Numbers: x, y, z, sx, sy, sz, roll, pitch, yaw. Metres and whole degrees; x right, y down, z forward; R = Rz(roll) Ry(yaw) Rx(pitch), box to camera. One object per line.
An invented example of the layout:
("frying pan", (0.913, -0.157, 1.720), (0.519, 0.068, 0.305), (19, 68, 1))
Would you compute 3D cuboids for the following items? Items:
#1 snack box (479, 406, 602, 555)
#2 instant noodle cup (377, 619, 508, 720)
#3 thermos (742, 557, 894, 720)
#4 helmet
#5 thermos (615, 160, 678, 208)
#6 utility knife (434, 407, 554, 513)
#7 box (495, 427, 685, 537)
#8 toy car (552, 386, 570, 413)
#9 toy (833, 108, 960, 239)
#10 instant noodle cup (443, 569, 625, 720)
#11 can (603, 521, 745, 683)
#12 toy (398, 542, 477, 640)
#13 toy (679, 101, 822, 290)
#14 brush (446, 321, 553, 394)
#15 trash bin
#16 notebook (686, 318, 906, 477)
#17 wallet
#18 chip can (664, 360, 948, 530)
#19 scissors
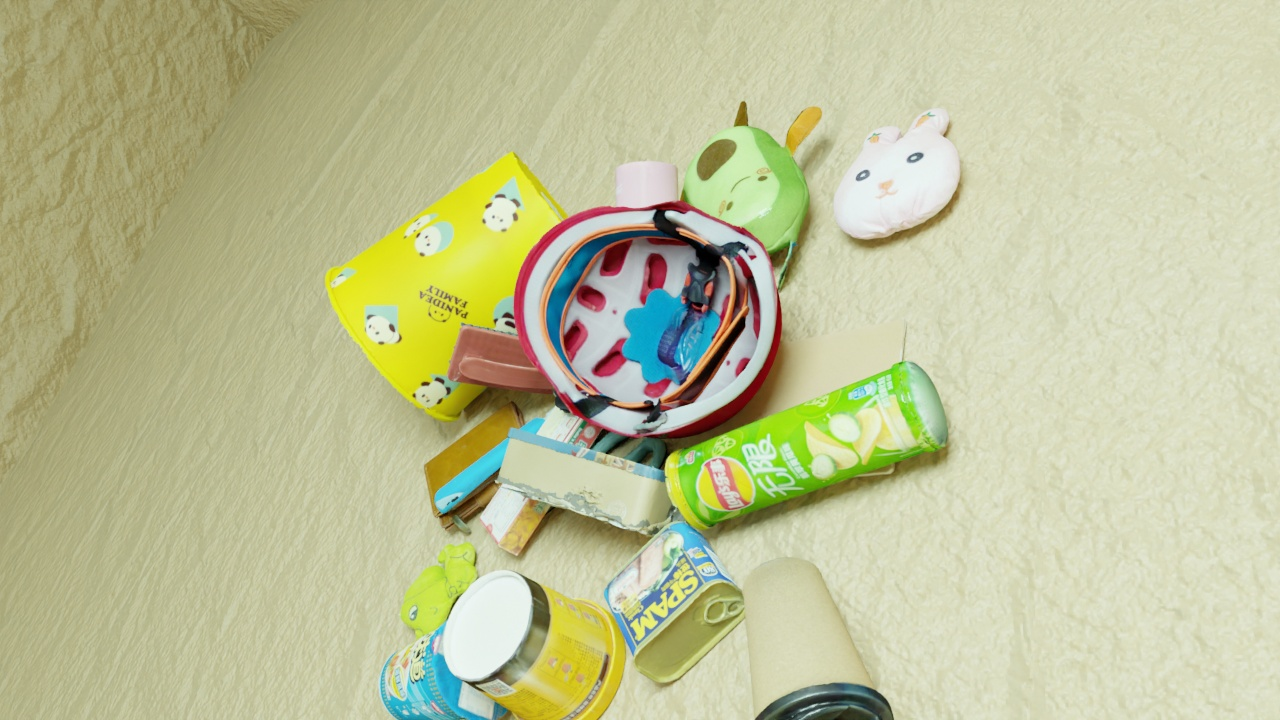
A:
("snack box", (-0.103, 0.116, 0.941), (0.155, 0.027, 0.077), (-56, 26, -4))
("instant noodle cup", (-0.181, 0.288, 0.841), (0.110, 0.099, 0.099), (-28, 42, 36))
("thermos", (0.112, 0.209, 0.628), (0.093, 0.093, 0.143), (-35, 32, 17))
("helmet", (0.016, -0.030, 0.834), (0.240, 0.144, 0.207), (23, 87, 26))
("thermos", (0.006, -0.098, 0.946), (0.087, 0.067, 0.198), (176, 92, -78))
("utility knife", (-0.130, 0.086, 0.982), (0.218, 0.018, 0.034), (-38, 23, -12))
("box", (-0.048, 0.110, 0.828), (0.184, 0.089, 0.061), (14, 81, 31))
("toy car", (-0.050, -0.001, 0.962), (0.070, 0.042, 0.157), (-17, 37, 25))
("toy", (0.241, -0.178, 0.860), (0.122, 0.054, 0.159), (-16, 41, 35))
("instant noodle cup", (-0.092, 0.240, 0.767), (0.119, 0.114, 0.118), (-22, 46, 25))
("can", (0.026, 0.193, 0.745), (0.102, 0.057, 0.083), (-45, 36, 5))
("toy", (-0.209, 0.238, 0.955), (0.100, 0.031, 0.096), (-32, 41, 13))
("toy", (0.104, -0.178, 0.959), (0.227, 0.090, 0.246), (-50, 33, 14))
("brush", (-0.130, 0.006, 0.987), (0.069, 0.145, 0.063), (52, 126, 56))
("trash bin", (-0.191, -0.093, 1.076), (0.255, 0.229, 0.229), (-37, 39, 5))
("notebook", (0.131, 0.043, 0.810), (0.208, 0.008, 0.147), (-12, 51, 38))
("wallet", (-0.179, 0.119, 1.019), (0.131, 0.035, 0.119), (-35, 44, 7))
("chip can", (0.128, 0.069, 0.724), (0.222, 0.072, 0.072), (-25, 44, 27))
("scissors", (-0.048, 0.100, 0.928), (0.180, 0.019, 0.143), (-29, 43, 27))
